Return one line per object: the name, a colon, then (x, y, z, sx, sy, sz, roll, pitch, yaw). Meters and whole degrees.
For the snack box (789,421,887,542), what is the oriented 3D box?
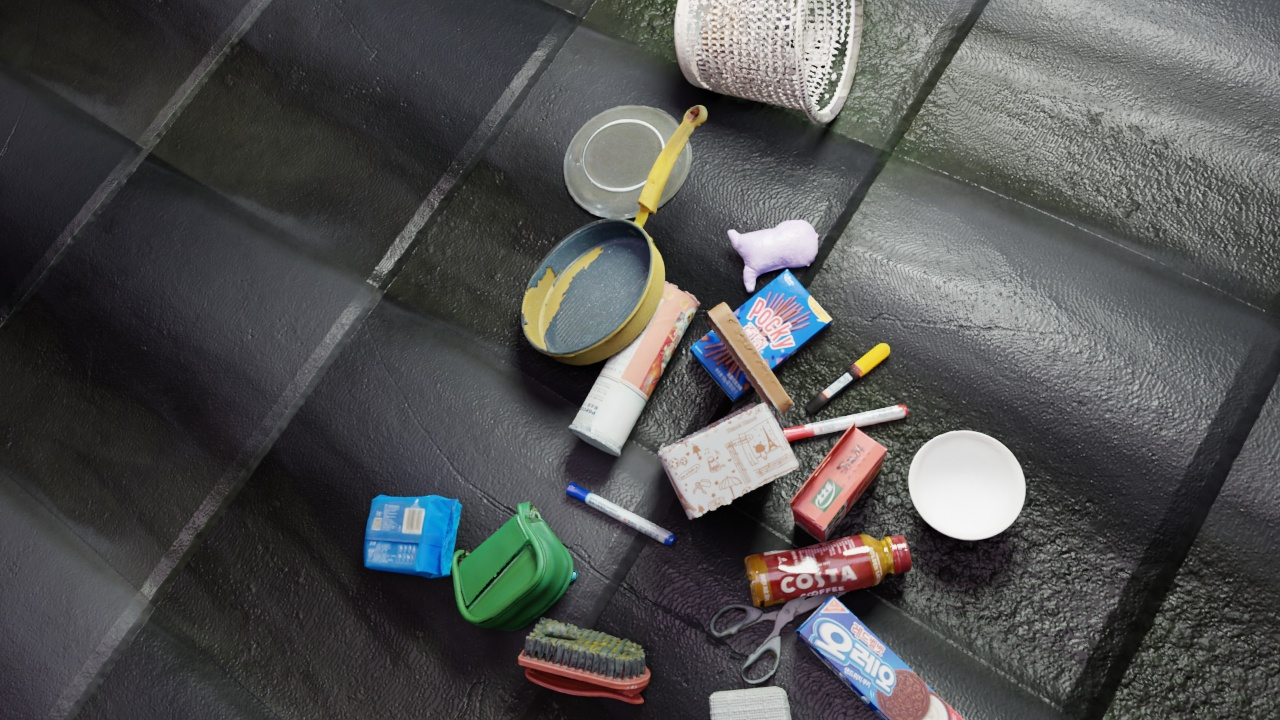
snack box: (0.216, 0.136, 1.002, 0.044, 0.127, 0.113, 37, 83, 20)

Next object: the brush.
brush: (-0.060, 0.342, 1.029, 0.146, 0.063, 0.069, 10, 104, 13)

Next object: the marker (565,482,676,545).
marker: (-0.024, 0.183, 1.095, 0.146, 0.017, 0.017, 24, 78, 18)

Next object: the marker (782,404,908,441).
marker: (0.240, 0.074, 1.078, 0.145, 0.017, 0.017, -12, 69, 7)

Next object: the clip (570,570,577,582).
clip: (-0.100, 0.265, 1.082, 0.057, 0.049, 0.015, -36, 69, 4)

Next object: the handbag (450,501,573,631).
handbag: (-0.152, 0.242, 1.069, 0.131, 0.068, 0.120, -39, 53, 11)

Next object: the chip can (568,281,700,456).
chip can: (-0.007, 0.007, 1.122, 0.071, 0.071, 0.214, 24, 78, 18)

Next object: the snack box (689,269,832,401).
snack box: (0.147, -0.030, 1.122, 0.157, 0.026, 0.084, -39, 77, -3)

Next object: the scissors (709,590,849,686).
scissors: (0.159, 0.287, 1.026, 0.159, 0.014, 0.170, 7, 71, 11)

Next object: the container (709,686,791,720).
container: (0.119, 0.403, 0.953, 0.090, 0.090, 0.114, -9, 67, 8)

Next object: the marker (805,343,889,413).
marker: (0.247, 0.022, 1.096, 0.124, 0.015, 0.018, -38, 67, 0)

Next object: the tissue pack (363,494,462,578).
tissue pack: (-0.275, 0.210, 1.102, 0.157, 0.052, 0.094, -6, 69, 40)

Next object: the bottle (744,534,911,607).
bottle: (0.205, 0.227, 1.004, 0.175, 0.057, 0.057, -12, 69, 3)

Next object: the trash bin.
trash bin: (0.158, -0.424, 1.174, 0.192, 0.227, 0.227, 12, 74, 28)

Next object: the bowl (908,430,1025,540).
bowl: (0.353, 0.142, 1.005, 0.118, 0.065, 0.118, -4, 70, 10)

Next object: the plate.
plate: (-0.021, -0.275, 1.247, 0.179, 0.024, 0.179, -4, 71, 11)

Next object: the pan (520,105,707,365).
pan: (-0.019, -0.155, 1.132, 0.357, 0.078, 0.198, -51, 46, -2)

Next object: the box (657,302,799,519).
box: (0.077, 0.048, 1.007, 0.157, 0.183, 0.193, -28, 86, 1)

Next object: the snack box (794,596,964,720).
snack box: (0.256, 0.340, 0.957, 0.058, 0.057, 0.207, -44, 71, -10)

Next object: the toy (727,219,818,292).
toy: (0.172, -0.138, 1.153, 0.108, 0.039, 0.084, -15, 87, 3)
